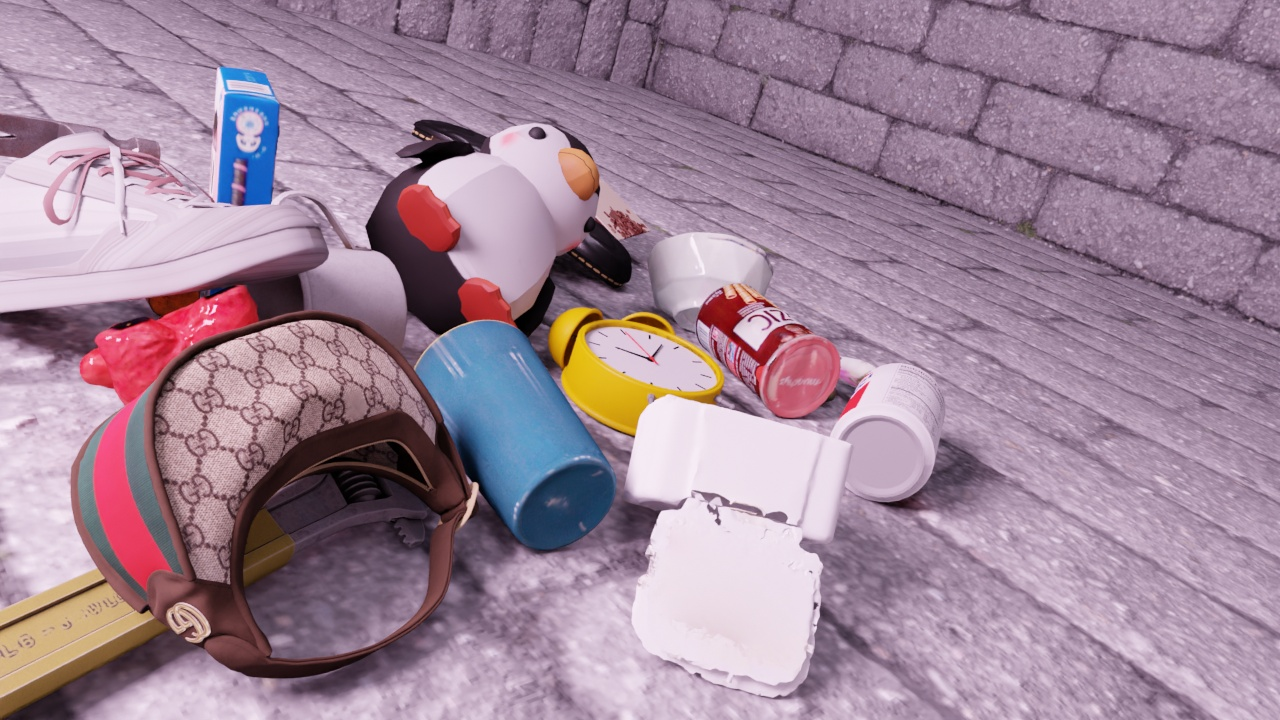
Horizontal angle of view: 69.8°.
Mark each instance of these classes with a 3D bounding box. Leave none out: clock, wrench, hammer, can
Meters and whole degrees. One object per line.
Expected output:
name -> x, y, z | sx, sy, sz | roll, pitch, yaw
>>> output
clock -> -0.004, 0.004, 0.668 | 0.113, 0.052, 0.152 | 2, 29, -35
wrench -> -0.169, 0.074, 0.376 | 0.083, 0.018, 0.272 | 45, 28, 11
hammer -> -0.382, -0.110, 0.647 | 0.137, 0.035, 0.314 | 3, 25, -43
can -> 0.183, 0.049, 0.670 | 0.070, 0.070, 0.131 | 23, 21, 15

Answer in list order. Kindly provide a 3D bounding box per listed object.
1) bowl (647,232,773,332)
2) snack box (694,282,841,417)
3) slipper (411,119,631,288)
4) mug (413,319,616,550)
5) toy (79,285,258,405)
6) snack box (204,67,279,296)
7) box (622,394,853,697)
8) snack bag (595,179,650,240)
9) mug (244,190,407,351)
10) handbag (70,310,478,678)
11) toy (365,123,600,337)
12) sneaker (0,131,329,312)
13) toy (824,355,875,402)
bowl -> 0.062, -0.063, 0.844 | 0.117, 0.061, 0.117 | 7, -23, 3
snack box -> 0.102, -0.012, 0.761 | 0.072, 0.072, 0.121 | 6, 23, -28
slipper -> -0.125, -0.151, 0.931 | 0.268, 0.076, 0.112 | 38, 18, 4
mug -> -0.067, 0.041, 0.494 | 0.078, 0.078, 0.121 | 1, 31, -37
toy -> -0.223, 0.019, 0.467 | 0.088, 0.094, 0.133 | -26, 11, -18
snack box -> -0.258, -0.102, 0.589 | 0.033, 0.154, 0.088 | 3, 24, -28
box -> 0.046, 0.093, 0.464 | 0.107, 0.132, 0.152 | 13, -11, -7
snack bag -> -0.097, -0.176, 1.029 | 0.206, 0.070, 0.094 | 23, 21, 15
mug -> -0.190, -0.043, 0.552 | 0.084, 0.113, 0.070 | 14, 11, 42
handbag -> -0.133, 0.053, 0.380 | 0.138, 0.063, 0.166 | 57, 24, -2
toy -> -0.109, -0.108, 0.695 | 0.140, 0.159, 0.183 | -8, 29, 45
sneaker -> -0.275, -0.077, 0.482 | 0.236, 0.089, 0.099 | -4, 9, 18
toy -> 0.149, -0.002, 0.824 | 0.079, 0.038, 0.123 | -9, 29, -37
